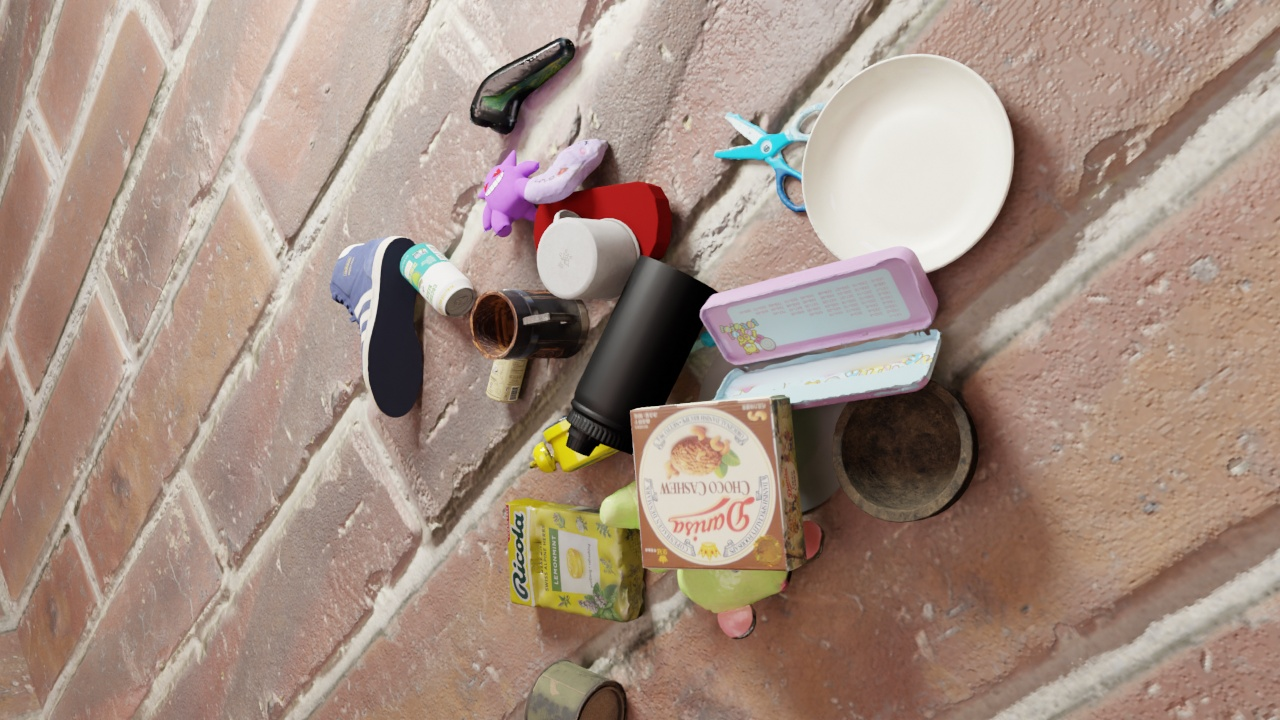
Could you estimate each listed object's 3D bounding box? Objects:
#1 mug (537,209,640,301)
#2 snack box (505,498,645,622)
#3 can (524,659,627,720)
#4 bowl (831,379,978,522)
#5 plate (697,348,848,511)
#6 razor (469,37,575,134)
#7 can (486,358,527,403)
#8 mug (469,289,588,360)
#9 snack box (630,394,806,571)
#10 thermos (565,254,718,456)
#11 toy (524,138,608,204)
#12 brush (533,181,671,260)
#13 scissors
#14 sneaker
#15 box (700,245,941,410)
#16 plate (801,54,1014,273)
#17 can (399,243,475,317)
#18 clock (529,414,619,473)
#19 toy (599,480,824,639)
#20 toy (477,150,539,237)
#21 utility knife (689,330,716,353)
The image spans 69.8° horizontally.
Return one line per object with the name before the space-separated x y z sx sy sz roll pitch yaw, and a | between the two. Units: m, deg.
mug | -0.061 -0.112 0.925 0.113 0.070 0.084 52 121 22
snack box | -0.076 0.223 1.030 0.181 0.045 0.121 0 93 39
can | -0.070 0.384 1.006 0.075 0.089 0.090 8 98 38
bowl | 0.228 0.076 0.768 0.121 0.056 0.121 -12 72 39
plate | 0.125 0.059 0.879 0.179 0.012 0.178 3 95 38
razor | -0.131 -0.311 1.042 0.152 0.053 0.067 -25 87 30
can | -0.155 0.007 1.083 0.038 0.038 0.079 28 109 34
mug | -0.108 -0.042 0.998 0.116 0.107 0.080 -8 88 39
snack box | 0.065 0.108 0.799 0.143 0.041 0.147 -7 87 34
thermos | -0.005 0.005 0.898 0.086 0.086 0.198 27 92 34
toy | -0.082 -0.203 0.982 0.080 0.099 0.036 -10 124 38
brush | -0.038 -0.140 0.977 0.174 0.041 0.082 0 93 39
scissors | 0.124 -0.189 0.866 0.140 0.013 0.118 2 96 36
sneaker | -0.357 -0.048 1.208 0.119 0.091 0.233 9 100 37
box | 0.141 -0.017 0.790 0.215 0.090 0.090 -12 121 40
plate | 0.224 -0.161 0.772 0.183 0.034 0.182 3 95 38
can | -0.252 -0.100 1.143 0.101 0.054 0.055 42 117 29
clock | -0.069 0.087 0.990 0.119 0.083 0.057 -27 82 22
toy | 0.069 0.161 0.881 0.197 0.107 0.150 39 102 21
toy | -0.149 -0.191 1.056 0.106 0.055 0.088 -47 61 19
utility knife | 0.078 -0.028 0.908 0.167 0.015 0.022 -22 79 36
